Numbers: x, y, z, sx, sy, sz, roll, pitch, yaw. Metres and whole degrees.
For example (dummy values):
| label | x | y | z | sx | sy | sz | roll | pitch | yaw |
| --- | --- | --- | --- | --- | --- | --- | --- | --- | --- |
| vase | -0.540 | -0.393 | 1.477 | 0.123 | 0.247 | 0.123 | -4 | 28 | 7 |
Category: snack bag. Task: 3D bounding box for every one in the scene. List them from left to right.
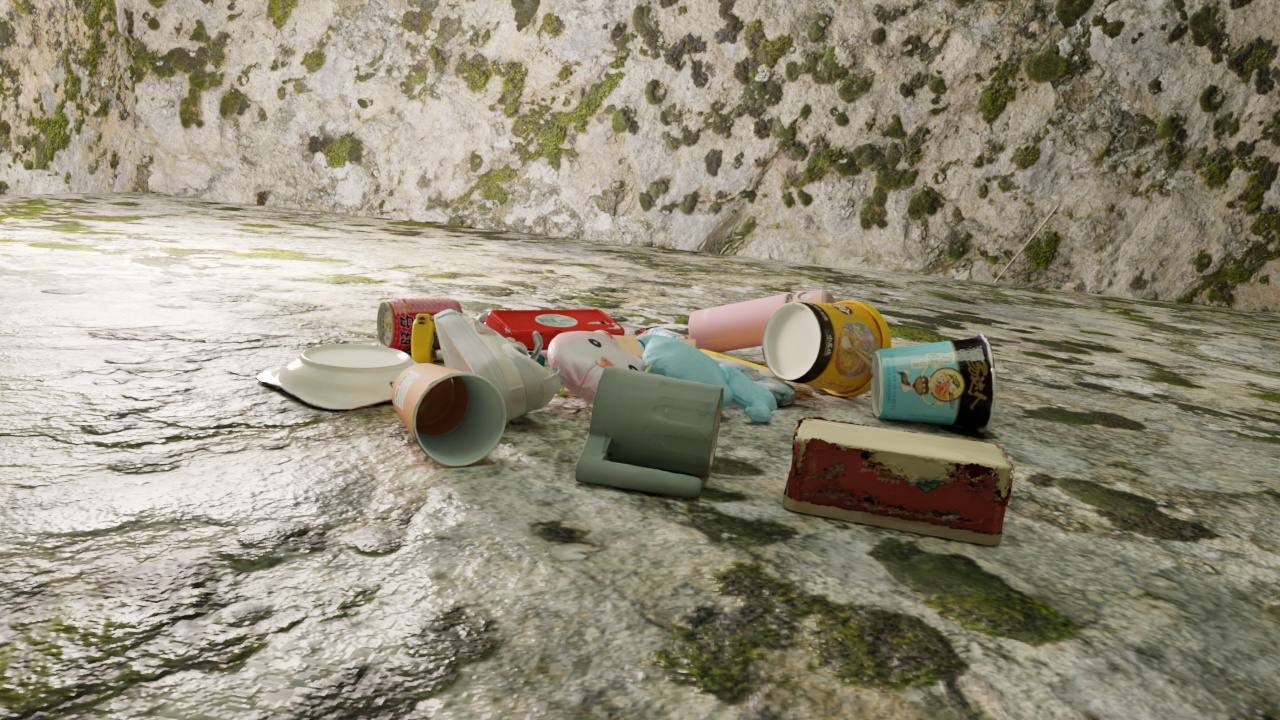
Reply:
| label | x | y | z | sx | sy | sz | roll | pitch | yaw |
| --- | --- | --- | --- | --- | --- | --- | --- | --- | --- |
| snack bag | 0.036 | -0.031 | 1.334 | 0.048 | 0.026 | 0.104 | -15 | 20 | -27 |

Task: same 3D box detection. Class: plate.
| label | x | y | z | sx | sy | sz | roll | pitch | yaw |
| --- | --- | --- | --- | --- | --- | --- | --- | --- | --- |
| plate | -0.299 | 0.010 | 0.964 | 0.164 | 0.034 | 0.164 | 16 | 16 | 39 |

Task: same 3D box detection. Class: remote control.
| label | x | y | z | sx | sy | sz | roll | pitch | yaw |
| --- | --- | --- | --- | --- | --- | --- | --- | --- | --- |
| remote control | 0.114 | 0.015 | 1.167 | 0.135 | 0.019 | 0.056 | 15 | 16 | 39 |

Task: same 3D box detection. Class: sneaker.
| label | x | y | z | sx | sy | sz | roll | pitch | yaw |
| --- | --- | --- | --- | --- | --- | --- | --- | --- | --- |
| sneaker | -0.151 | -0.005 | 0.956 | 0.090 | 0.089 | 0.242 | -16 | 23 | -20 |

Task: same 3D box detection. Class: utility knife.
| label | x | y | z | sx | sy | sz | roll | pitch | yaw |
| --- | --- | --- | --- | --- | --- | --- | --- | --- | --- |
| utility knife | 0.128 | 0.006 | 1.213 | 0.154 | 0.015 | 0.033 | 17 | -4 | 44 |

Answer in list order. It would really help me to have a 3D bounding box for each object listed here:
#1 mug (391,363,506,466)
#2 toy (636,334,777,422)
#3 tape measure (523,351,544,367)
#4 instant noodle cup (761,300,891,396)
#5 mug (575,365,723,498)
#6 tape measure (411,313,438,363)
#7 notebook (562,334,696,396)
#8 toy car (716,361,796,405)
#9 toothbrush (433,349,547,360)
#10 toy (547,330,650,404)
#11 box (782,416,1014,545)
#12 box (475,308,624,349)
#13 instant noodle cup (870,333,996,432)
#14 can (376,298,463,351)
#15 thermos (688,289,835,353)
| label | x | y | z | sx | sy | sz | roll | pitch | yaw |
| --- | --- | --- | --- | --- | --- | --- | --- | --- | --- |
| mug | -0.174 | 0.040 | 0.798 | 0.078 | 0.078 | 0.123 | -1 | 9 | -28 |
| toy | 0.068 | 0.020 | 0.994 | 0.161 | 0.050 | 0.156 | 39 | 19 | 32 |
| tape measure | -0.142 | 0.002 | 1.098 | 0.058 | 0.025 | 0.054 | 14 | 16 | 33 |
| instant noodle cup | 0.217 | -0.018 | 1.100 | 0.114 | 0.118 | 0.118 | 5 | 10 | -38 |
| mug | 0.011 | 0.065 | 0.774 | 0.103 | 0.084 | 0.123 | 9 | 39 | 8 |
| tape measure | -0.251 | -0.021 | 1.075 | 0.029 | 0.057 | 0.060 | 2 | -28 | -6 |
| notebook | -0.007 | 0.006 | 1.106 | 0.149 | 0.012 | 0.211 | 5 | 20 | 1 |
| toy car | 0.126 | 0.026 | 1.083 | 0.121 | 0.037 | 0.054 | 17 | 15 | 30 |
| toothbrush | -0.167 | -0.005 | 1.137 | 0.189 | 0.020 | 0.029 | 1 | 45 | -16 |
| toy | -0.037 | 0.006 | 0.987 | 0.121 | 0.054 | 0.159 | 34 | 19 | 2 |
| box | 0.204 | 0.085 | 0.734 | 0.168 | 0.077 | 0.091 | 8 | 11 | 12 |
| box | -0.137 | -0.045 | 1.257 | 0.200 | 0.065 | 0.160 | -4 | 12 | -43 |
| instant noodle cup | 0.324 | 0.027 | 1.033 | 0.120 | 0.111 | 0.111 | -2 | 11 | 6 |
| can | -0.278 | -0.045 | 1.156 | 0.093 | 0.066 | 0.066 | -2 | 14 | -33 |
| thermos | 0.165 | -0.046 | 1.250 | 0.199 | 0.067 | 0.087 | -8 | 36 | 29 |
